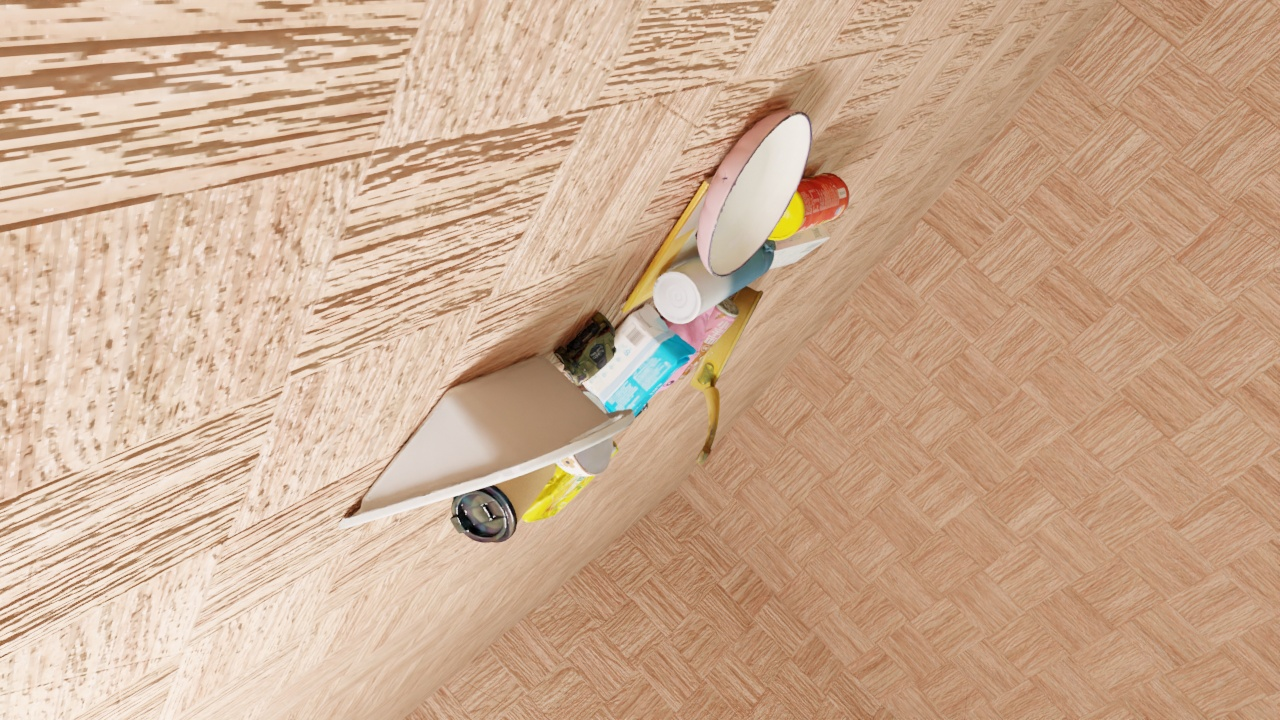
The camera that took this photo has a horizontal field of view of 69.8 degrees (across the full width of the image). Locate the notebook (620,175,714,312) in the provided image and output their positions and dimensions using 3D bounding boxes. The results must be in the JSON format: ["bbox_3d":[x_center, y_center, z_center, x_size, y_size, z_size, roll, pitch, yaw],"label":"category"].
[{"bbox_3d":[0.063,-0.147,1.060,0.145,0.010,0.207,-34,165,-47],"label":"notebook"}]

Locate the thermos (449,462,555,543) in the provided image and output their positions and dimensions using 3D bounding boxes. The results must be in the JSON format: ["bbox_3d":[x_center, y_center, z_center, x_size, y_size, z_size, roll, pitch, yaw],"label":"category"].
[{"bbox_3d":[-0.172,0.166,1.180,0.093,0.093,0.142,-53,174,38],"label":"thermos"}]

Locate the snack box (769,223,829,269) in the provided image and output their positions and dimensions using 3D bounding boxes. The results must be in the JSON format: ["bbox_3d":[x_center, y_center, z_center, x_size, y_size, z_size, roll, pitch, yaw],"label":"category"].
[{"bbox_3d":[0.189,-0.154,1.305,0.156,0.027,0.085,-17,169,-36],"label":"snack box"}]

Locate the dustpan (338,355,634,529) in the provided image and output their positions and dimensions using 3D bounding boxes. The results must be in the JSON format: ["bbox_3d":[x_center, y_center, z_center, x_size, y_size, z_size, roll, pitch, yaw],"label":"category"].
[{"bbox_3d":[-0.136,0.103,0.933,0.258,0.142,0.222,-52,167,28],"label":"dustpan"}]

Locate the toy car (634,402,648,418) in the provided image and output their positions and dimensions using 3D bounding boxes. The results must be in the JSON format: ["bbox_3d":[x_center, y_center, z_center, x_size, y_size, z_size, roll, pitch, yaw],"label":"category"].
[{"bbox_3d":[0.000,0.048,1.486,0.054,0.037,0.121,-25,147,-58],"label":"toy car"}]

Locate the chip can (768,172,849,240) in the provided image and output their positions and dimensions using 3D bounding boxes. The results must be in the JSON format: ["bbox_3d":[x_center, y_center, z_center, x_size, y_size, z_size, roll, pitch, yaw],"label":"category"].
[{"bbox_3d":[0.218,-0.211,1.231,0.073,0.073,0.216,-51,167,31],"label":"chip can"}]

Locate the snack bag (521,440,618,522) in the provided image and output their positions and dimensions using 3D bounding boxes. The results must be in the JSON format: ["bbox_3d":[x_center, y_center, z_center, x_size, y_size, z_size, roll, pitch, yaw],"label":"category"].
[{"bbox_3d":[-0.116,0.164,1.375,0.158,0.068,0.246,-45,173,-2],"label":"snack bag"}]

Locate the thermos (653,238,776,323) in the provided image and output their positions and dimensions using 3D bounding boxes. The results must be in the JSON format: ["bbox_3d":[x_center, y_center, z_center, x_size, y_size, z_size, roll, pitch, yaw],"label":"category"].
[{"bbox_3d":[0.099,-0.109,1.135,0.219,0.070,0.070,-33,164,-50],"label":"thermos"}]

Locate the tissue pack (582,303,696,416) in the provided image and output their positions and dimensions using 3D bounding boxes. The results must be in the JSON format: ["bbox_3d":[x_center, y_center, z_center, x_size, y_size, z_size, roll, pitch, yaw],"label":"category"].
[{"bbox_3d":[-0.007,0.007,1.164,0.140,0.090,0.063,-48,170,16],"label":"tissue pack"}]

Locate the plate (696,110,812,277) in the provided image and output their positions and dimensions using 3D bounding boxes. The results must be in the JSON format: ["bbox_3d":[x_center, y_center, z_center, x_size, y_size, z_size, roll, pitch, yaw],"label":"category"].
[{"bbox_3d":[0.115,-0.181,0.980,0.192,0.039,0.193,-46,158,-26],"label":"plate"}]

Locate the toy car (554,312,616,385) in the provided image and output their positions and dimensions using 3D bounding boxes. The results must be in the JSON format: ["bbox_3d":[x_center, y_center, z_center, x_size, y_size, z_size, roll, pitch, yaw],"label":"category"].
[{"bbox_3d":[-0.058,-0.008,1.066,0.070,0.042,0.158,-43,171,-7],"label":"toy car"}]

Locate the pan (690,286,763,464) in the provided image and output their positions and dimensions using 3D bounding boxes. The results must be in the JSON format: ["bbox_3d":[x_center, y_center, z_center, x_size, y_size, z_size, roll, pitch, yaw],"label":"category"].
[{"bbox_3d":[0.128,0.024,1.475,0.356,0.078,0.198,-59,173,-42],"label":"pan"}]

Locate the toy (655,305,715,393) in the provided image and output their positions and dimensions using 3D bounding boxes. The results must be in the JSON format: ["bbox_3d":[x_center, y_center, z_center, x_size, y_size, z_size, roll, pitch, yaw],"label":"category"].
[{"bbox_3d":[0.026,0.000,1.291,0.178,0.074,0.195,-38,165,-46],"label":"toy"}]

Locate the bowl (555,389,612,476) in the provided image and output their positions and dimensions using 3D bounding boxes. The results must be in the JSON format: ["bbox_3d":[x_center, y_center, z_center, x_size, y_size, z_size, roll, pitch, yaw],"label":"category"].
[{"bbox_3d":[-0.091,0.099,1.208,0.062,0.113,0.113,-11,-175,27],"label":"bowl"}]

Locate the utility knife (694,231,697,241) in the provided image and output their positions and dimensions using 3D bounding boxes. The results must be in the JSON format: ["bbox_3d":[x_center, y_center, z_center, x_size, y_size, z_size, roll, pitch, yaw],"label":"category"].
[{"bbox_3d":[0.100,-0.157,1.086,0.033,0.015,0.173,-51,168,24],"label":"utility knife"}]

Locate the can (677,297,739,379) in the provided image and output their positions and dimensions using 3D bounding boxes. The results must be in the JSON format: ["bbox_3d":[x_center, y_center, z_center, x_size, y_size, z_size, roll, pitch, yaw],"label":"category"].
[{"bbox_3d":[0.087,-0.037,1.421,0.148,0.058,0.057,-50,168,26],"label":"can"}]
